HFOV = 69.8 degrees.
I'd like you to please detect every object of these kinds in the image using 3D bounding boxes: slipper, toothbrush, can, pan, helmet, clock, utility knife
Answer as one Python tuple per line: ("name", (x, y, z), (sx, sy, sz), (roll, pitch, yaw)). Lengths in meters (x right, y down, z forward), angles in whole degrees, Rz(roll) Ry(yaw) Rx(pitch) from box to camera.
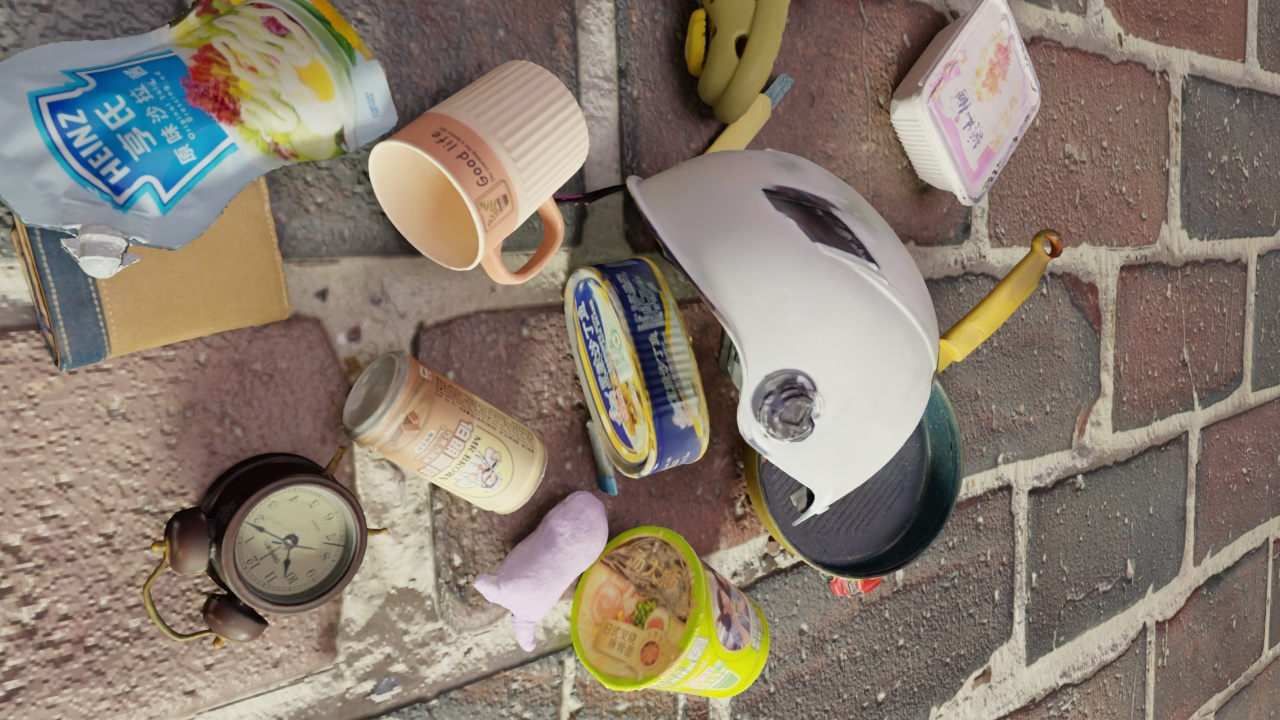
("slipper", (0.070, -0.272, 0.673), (0.081, 0.091, 0.190), (15, 94, 0))
("toothbrush", (-0.055, -0.106, 0.620), (0.188, 0.014, 0.018), (-14, 123, -36))
("can", (-0.116, 0.045, 0.554), (0.116, 0.059, 0.058), (36, 72, -35))
("pan", (0.235, 0.022, 0.772), (0.197, 0.078, 0.356), (45, 74, -13))
("helmet", (0.108, -0.036, 0.601), (0.146, 0.228, 0.259), (-27, 122, 5))
("clock", (-0.202, 0.100, 0.492), (0.121, 0.055, 0.082), (-32, 113, -31))
("utility knife", (0.071, -0.165, 0.711), (0.187, 0.020, 0.031), (-48, 139, -19))
("can", (-0.004, 0.004, 0.621), (0.049, 0.075, 0.148), (-14, 84, -35))

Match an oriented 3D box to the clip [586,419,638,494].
("clip", (-0.023, 0.065, 0.654), (0.045, 0.027, 0.058), (-30, 108, -25))

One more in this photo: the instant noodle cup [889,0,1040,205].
("instant noodle cup", (0.302, -0.244, 0.866), (0.173, 0.060, 0.138), (-52, 122, -22))

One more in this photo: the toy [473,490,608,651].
("toy", (-0.058, 0.137, 0.622), (0.107, 0.039, 0.084), (-48, 135, -31))

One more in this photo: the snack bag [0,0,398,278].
("snack bag", (-0.219, -0.122, 0.449), (0.190, 0.039, 0.110), (-43, 104, -35))

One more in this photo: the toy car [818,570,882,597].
("toy car", (0.185, 0.153, 0.817), (0.052, 0.045, 0.120), (-26, 107, -36))

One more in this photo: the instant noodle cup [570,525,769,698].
("instant noodle cup", (0.031, 0.192, 0.662), (0.123, 0.112, 0.111), (37, 71, -43))

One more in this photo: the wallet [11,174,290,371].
("wallet", (-0.242, -0.051, 0.462), (0.115, 0.033, 0.090), (-18, 108, -37))

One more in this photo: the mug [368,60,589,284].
("mug", (-0.085, -0.105, 0.546), (0.105, 0.082, 0.114), (-48, 123, -33))
